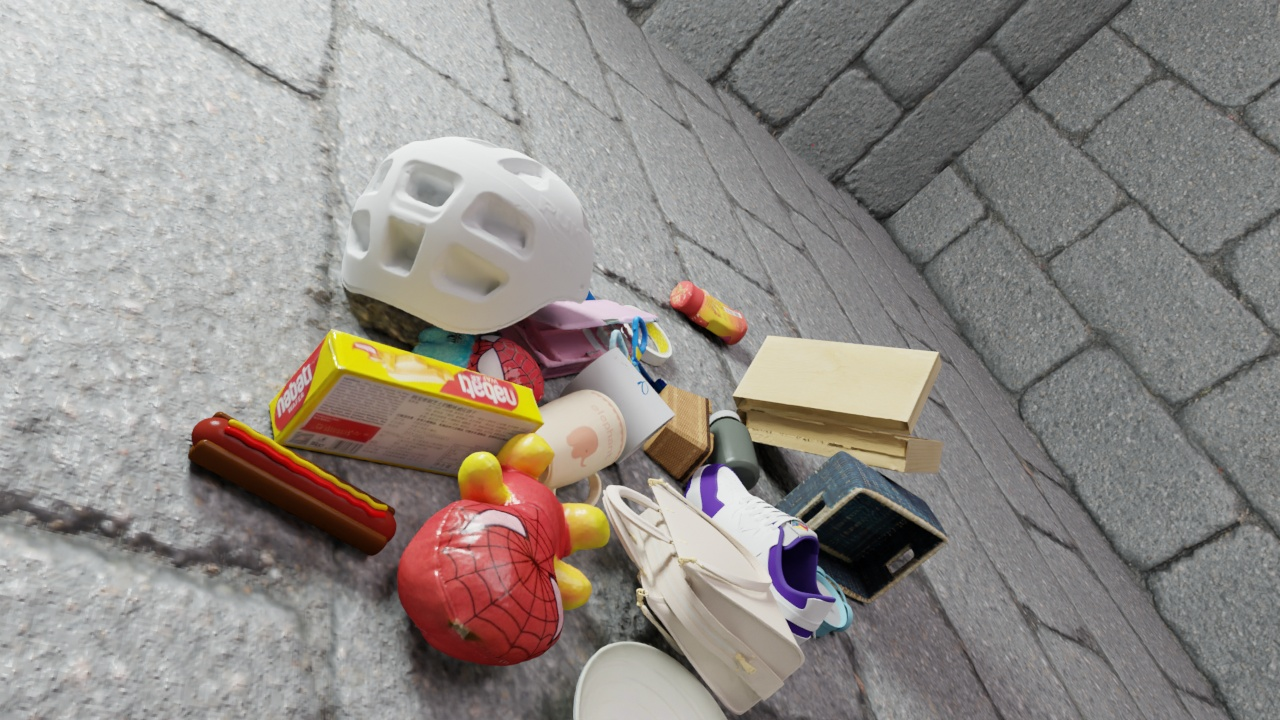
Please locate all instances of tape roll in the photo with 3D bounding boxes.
[{"bbox_3d":[0.003,-0.034,1.249,0.094,0.019,0.093,37,26,-21],"label":"tape roll"}]

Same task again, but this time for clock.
[{"bbox_3d":[0.213,0.280,1.076,0.087,0.042,0.123,54,27,17],"label":"clock"}]

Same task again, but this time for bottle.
[{"bbox_3d":[0.107,-0.077,1.449,0.134,0.049,0.071,30,28,-32],"label":"bottle"},{"bbox_3d":[0.112,0.113,1.148,0.060,0.060,0.108,34,27,-26],"label":"bottle"}]

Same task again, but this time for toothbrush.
[{"bbox_3d":[-0.022,-0.027,1.199,0.190,0.017,0.016,53,24,14],"label":"toothbrush"}]

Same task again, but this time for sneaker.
[{"bbox_3d":[0.131,0.192,0.992,0.091,0.111,0.244,23,33,-42],"label":"sneaker"}]

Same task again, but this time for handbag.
[{"bbox_3d":[0.034,0.180,0.808,0.198,0.101,0.194,47,5,-18],"label":"handbag"}]

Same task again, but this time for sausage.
[{"bbox_3d":[-0.239,0.087,0.641,0.155,0.040,0.040,36,26,-23],"label":"sausage"}]

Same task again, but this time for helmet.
[{"bbox_3d":[-0.158,-0.124,0.930,0.224,0.184,0.282,28,7,20],"label":"helmet"}]

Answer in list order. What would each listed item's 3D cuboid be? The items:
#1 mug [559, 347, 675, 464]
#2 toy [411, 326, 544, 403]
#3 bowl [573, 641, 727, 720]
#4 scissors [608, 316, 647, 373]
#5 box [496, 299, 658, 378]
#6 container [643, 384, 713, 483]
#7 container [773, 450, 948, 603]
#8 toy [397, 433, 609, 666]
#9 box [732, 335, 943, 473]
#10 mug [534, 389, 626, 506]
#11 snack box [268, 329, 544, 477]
[{"bbox_3d":[-0.024,0.052,1.013,0.096,0.083,0.119,49,-3,6],"label":"mug"},{"bbox_3d":[-0.153,0.005,0.887,0.133,0.062,0.092,25,22,-16],"label":"toy"},{"bbox_3d":[0.003,0.302,0.678,0.176,0.058,0.176,37,26,-22],"label":"bowl"},{"bbox_3d":[-0.012,0.013,1.073,0.109,0.018,0.131,0,91,-59],"label":"scissors"},{"bbox_3d":[-0.066,-0.044,1.078,0.099,0.080,0.232,54,25,15],"label":"box"},{"bbox_3d":[0.043,0.082,1.089,0.061,0.063,0.113,31,27,-15],"label":"container"},{"bbox_3d":[0.267,0.210,1.146,0.187,0.145,0.071,31,25,-31],"label":"container"},{"bbox_3d":[-0.103,0.148,0.697,0.147,0.099,0.215,47,23,-5],"label":"toy"},{"bbox_3d":[0.258,0.068,1.219,0.141,0.249,0.179,-21,113,-50],"label":"box"},{"bbox_3d":[-0.073,0.093,0.868,0.104,0.085,0.111,-20,98,-54],"label":"mug"},{"bbox_3d":[-0.181,0.043,0.737,0.200,0.092,0.042,20,35,-45],"label":"snack box"}]
